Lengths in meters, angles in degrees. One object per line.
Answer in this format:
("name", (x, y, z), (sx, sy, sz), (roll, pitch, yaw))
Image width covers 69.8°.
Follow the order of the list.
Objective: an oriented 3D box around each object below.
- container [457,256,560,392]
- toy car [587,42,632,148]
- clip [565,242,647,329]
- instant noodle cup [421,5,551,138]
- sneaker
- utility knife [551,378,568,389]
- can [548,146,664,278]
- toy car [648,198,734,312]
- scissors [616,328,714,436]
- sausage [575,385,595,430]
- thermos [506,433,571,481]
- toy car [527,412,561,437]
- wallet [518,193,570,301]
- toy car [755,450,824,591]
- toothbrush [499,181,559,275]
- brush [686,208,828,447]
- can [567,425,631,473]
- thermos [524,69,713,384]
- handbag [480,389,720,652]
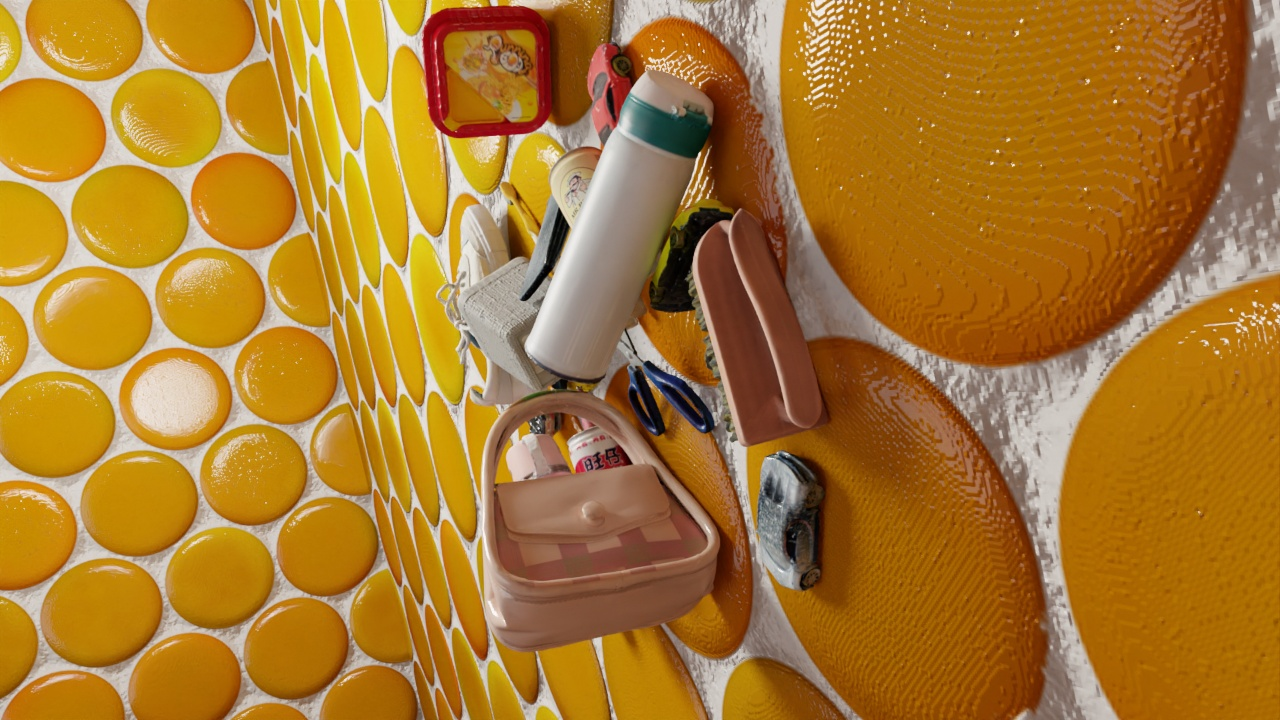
("container", (-0.109, -0.034, 0.913), (0.114, 0.090, 0.090), (34, 154, 51))
("toy car", (-0.021, -0.200, 0.731), (0.049, 0.031, 0.106), (-24, 78, 64))
("clip", (-0.032, -0.075, 0.818), (0.084, 0.034, 0.104), (-13, 99, 62))
("instant noodle cup", (-0.151, -0.284, 0.877), (0.123, 0.116, 0.116), (-120, 27, -56))
("sneaker", (-0.182, -0.060, 1.043), (0.090, 0.090, 0.242), (112, 142, -70))
("utility knife", (-0.107, -0.035, 1.012), (0.033, 0.015, 0.153), (-42, 64, 55))
("can", (-0.029, -0.118, 0.754), (0.116, 0.058, 0.059), (61, 151, 30))
("toy car", (0.036, -0.073, 0.656), (0.105, 0.048, 0.032), (111, 151, -51))
("scissors", (0.000, 0.006, 0.759), (0.175, 0.012, 0.163), (38, 153, 30))
("sausage", (-0.038, 0.097, 0.931), (0.155, 0.020, 0.020), (69, 154, 15))
("thermos", (-0.081, 0.167, 0.948), (0.087, 0.067, 0.198), (96, 152, -61))
("toy car", (-0.121, 0.053, 1.062), (0.090, 0.035, 0.042), (47, 141, 47))
("wallet", (-0.080, -0.120, 0.843), (0.097, 0.019, 0.120), (142, 146, -64))
("toy car", (0.101, 0.114, 0.636), (0.049, 0.031, 0.106), (36, 135, 55))
("toothbrush", (-0.112, -0.132, 0.972), (0.191, 0.016, 0.018), (57, 160, 36))
("brush", (0.074, -0.022, 0.587), (0.073, 0.063, 0.145), (146, 110, -68))
("can", (-0.026, 0.131, 0.880), (0.132, 0.053, 0.053), (68, 154, 16))
("thermos", (-0.016, -0.095, 0.663), (0.073, 0.073, 0.225), (50, 124, 44))
("handbag", (-0.053, 0.120, 0.795), (0.094, 0.193, 0.234), (106, 152, -44))
